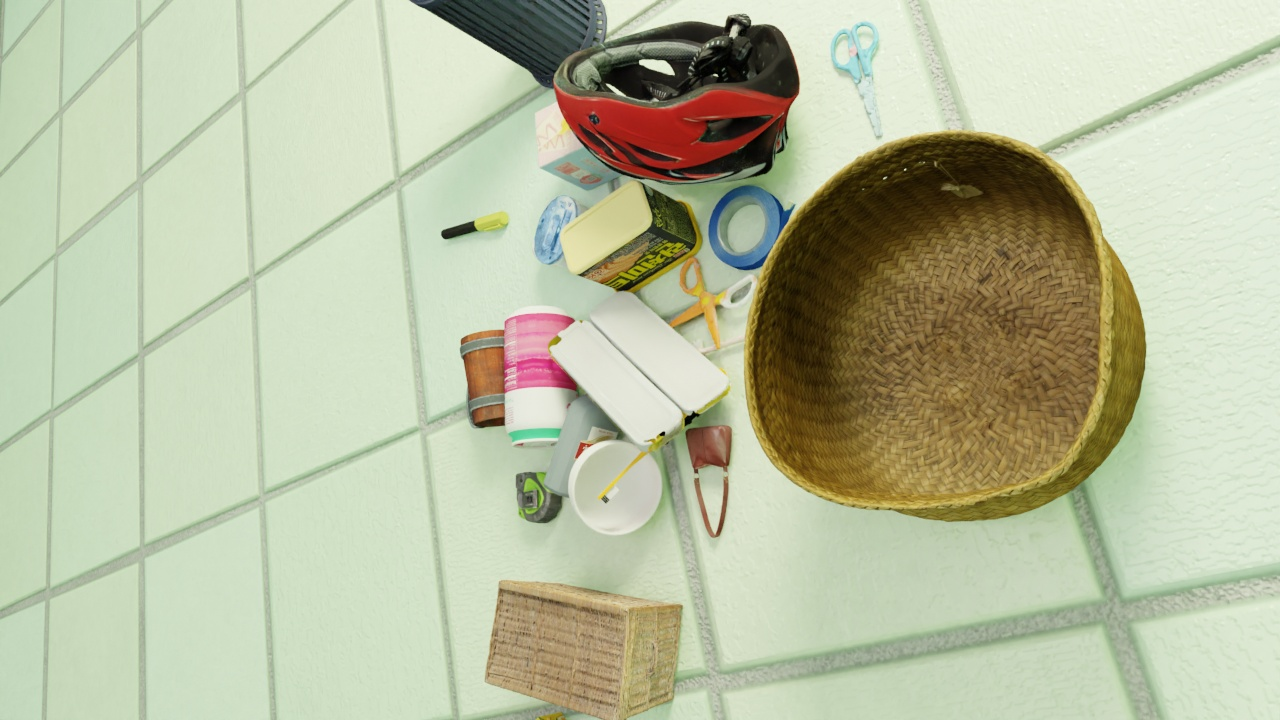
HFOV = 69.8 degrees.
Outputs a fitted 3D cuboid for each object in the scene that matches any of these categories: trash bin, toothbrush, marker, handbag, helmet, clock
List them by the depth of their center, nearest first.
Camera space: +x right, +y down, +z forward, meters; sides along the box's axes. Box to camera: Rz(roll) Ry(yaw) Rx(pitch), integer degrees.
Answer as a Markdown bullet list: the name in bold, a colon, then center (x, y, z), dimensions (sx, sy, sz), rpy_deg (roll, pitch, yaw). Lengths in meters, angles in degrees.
- **handbag**: center (0.078, 0.131, 0.994), dimensions (0.055, 0.029, 0.119), rpy_deg (-9, 81, 38)
- **helmet**: center (0.036, -0.282, 0.994), dimensions (0.272, 0.216, 0.167), rpy_deg (14, 134, 25)
- **toothbrush**: center (0.124, -0.032, 0.995), dimensions (0.182, 0.015, 0.018), rpy_deg (-18, 65, 34)
- **toothbrush**: center (0.023, 0.081, 1.002), dimensions (0.031, 0.031, 0.196), rpy_deg (45, 85, 2)
- **trash bin**: center (-0.173, -0.457, 1.152), dimensions (0.140, 0.249, 0.139), rpy_deg (-8, 76, 36)
- **clock**: center (-0.099, -0.161, 1.158), dimensions (0.125, 0.052, 0.089), rpy_deg (27, 98, 53)
- **marker**: center (-0.236, -0.187, 1.294), dimensions (0.124, 0.017, 0.021), rpy_deg (-8, 76, 37)

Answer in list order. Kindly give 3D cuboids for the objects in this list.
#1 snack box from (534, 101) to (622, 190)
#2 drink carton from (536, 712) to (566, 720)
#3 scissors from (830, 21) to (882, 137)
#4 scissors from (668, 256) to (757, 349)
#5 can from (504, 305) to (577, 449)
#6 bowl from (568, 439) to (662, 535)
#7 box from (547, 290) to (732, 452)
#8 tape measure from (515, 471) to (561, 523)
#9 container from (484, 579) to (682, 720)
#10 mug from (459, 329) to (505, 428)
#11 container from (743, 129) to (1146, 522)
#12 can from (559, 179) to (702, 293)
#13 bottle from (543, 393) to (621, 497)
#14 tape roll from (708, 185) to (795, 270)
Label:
- **snack box**: center (-0.064, -0.273, 1.133), dimensions (0.095, 0.093, 0.079), rpy_deg (-16, 71, 34)
- **drink carton**: center (-0.117, 0.470, 1.061), dimensions (0.058, 0.041, 0.123), rpy_deg (43, 108, 34)
- **scissors**: center (0.236, -0.295, 0.966), dimensions (0.057, 0.015, 0.136), rpy_deg (-21, 75, 34)
- **scissors**: center (0.078, -0.068, 1.031), dimensions (0.129, 0.011, 0.125), rpy_deg (-29, 59, 31)
- **can**: center (-0.122, 0.022, 1.122), dimensions (0.088, 0.088, 0.165), rpy_deg (-12, 74, 35)
- **bowl**: center (-0.031, 0.139, 1.031), dimensions (0.054, 0.105, 0.105), rpy_deg (-167, 92, -74)
- **box**: center (-0.005, 0.006, 1.025), dimensions (0.127, 0.023, 0.209), rpy_deg (-39, 51, -10)
- **tape measure**: center (-0.128, 0.168, 1.131), dimensions (0.059, 0.035, 0.065), rpy_deg (-15, 72, 33)
- **container**: center (-0.060, 0.309, 1.003), dimensions (0.199, 0.112, 0.113), rpy_deg (1, 81, 37)
- **mug**: center (-0.197, 0.029, 1.192), dimensions (0.118, 0.081, 0.111), rpy_deg (-24, 70, 50)
- **container**: center (0.260, -0.016, 0.777), dimensions (0.308, 0.196, 0.306), rpy_deg (-7, 79, 36)
- **can**: center (-0.013, -0.141, 1.064), dimensions (0.131, 0.101, 0.072), rpy_deg (-30, 64, 29)
- **bottle**: center (-0.057, 0.080, 1.072), dimensions (0.046, 0.072, 0.161), rpy_deg (22, 95, 43)
- **tape roll**: center (0.118, -0.147, 1.020), dimensions (0.093, 0.016, 0.091), rpy_deg (27, 98, 37)
